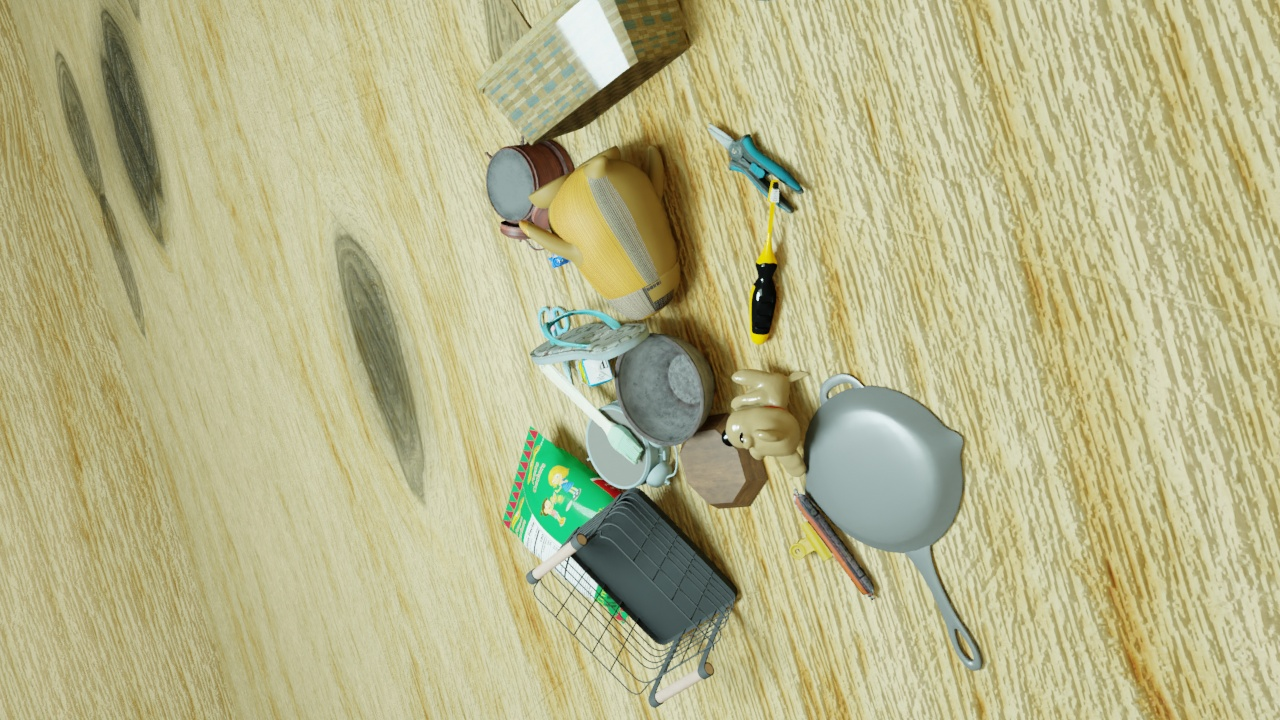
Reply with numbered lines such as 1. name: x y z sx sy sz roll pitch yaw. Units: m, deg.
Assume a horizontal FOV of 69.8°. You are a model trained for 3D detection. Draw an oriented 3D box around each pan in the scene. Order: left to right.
1. pan: 0.287 0.181 1.018 0.217 0.024 0.354 -31 81 43

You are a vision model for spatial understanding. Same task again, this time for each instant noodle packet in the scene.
1. instant noodle packet: -0.092 0.239 1.334 0.253 0.090 0.196 34 124 24

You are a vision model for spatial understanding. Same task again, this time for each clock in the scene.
1. clock: -0.149 -0.229 1.258 0.121 0.072 0.157 -19 89 44
2. clock: -0.010 0.117 1.255 0.159 0.045 0.122 12 111 41

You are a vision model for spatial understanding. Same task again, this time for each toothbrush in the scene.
1. toothbrush: 0.144 -0.109 1.051 0.030 0.031 0.197 -104 15 -65

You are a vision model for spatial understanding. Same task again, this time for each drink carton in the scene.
1. drink carton: -0.063 0.013 1.235 0.129 0.038 0.044 174 79 -82

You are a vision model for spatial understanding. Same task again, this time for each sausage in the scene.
1. sausage: 0.228 0.215 1.080 0.155 0.020 0.020 53 131 10

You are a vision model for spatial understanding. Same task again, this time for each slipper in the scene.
1. slipper: -0.072 -0.039 1.198 0.269 0.098 0.055 -1 118 60

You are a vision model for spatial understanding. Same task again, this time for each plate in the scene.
1. plate: 0.098 0.132 1.174 0.131 0.025 0.131 14 112 39

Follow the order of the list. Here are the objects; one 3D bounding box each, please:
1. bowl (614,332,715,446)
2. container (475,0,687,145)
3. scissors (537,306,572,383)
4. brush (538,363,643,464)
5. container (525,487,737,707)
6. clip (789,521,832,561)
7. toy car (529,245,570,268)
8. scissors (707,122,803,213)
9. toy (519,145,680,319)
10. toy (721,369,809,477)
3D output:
1. bowl: 0.042 0.030 1.166 0.145 0.067 0.145 14 112 39
2. container: -0.085 -0.397 1.098 0.251 0.157 0.186 -24 97 44
3. scissors: -0.112 -0.014 1.335 0.063 0.015 0.138 -13 100 40
4. brush: -0.073 0.064 1.258 0.217 0.012 0.033 42 127 28
5. container: -0.008 0.305 1.194 0.241 0.130 0.163 46 121 -4
6. clip: 0.200 0.223 1.103 0.048 0.039 0.053 -40 76 34
7. toy car: -0.116 -0.166 1.271 0.062 0.033 0.092 49 130 11
8. scissors: 0.132 -0.226 1.038 0.138 0.019 0.129 1 109 47
9. toy: -0.029 -0.149 1.136 0.203 0.198 0.163 60 165 -14
10. toy: 0.146 0.065 1.065 0.106 0.134 0.108 -10 60 23
